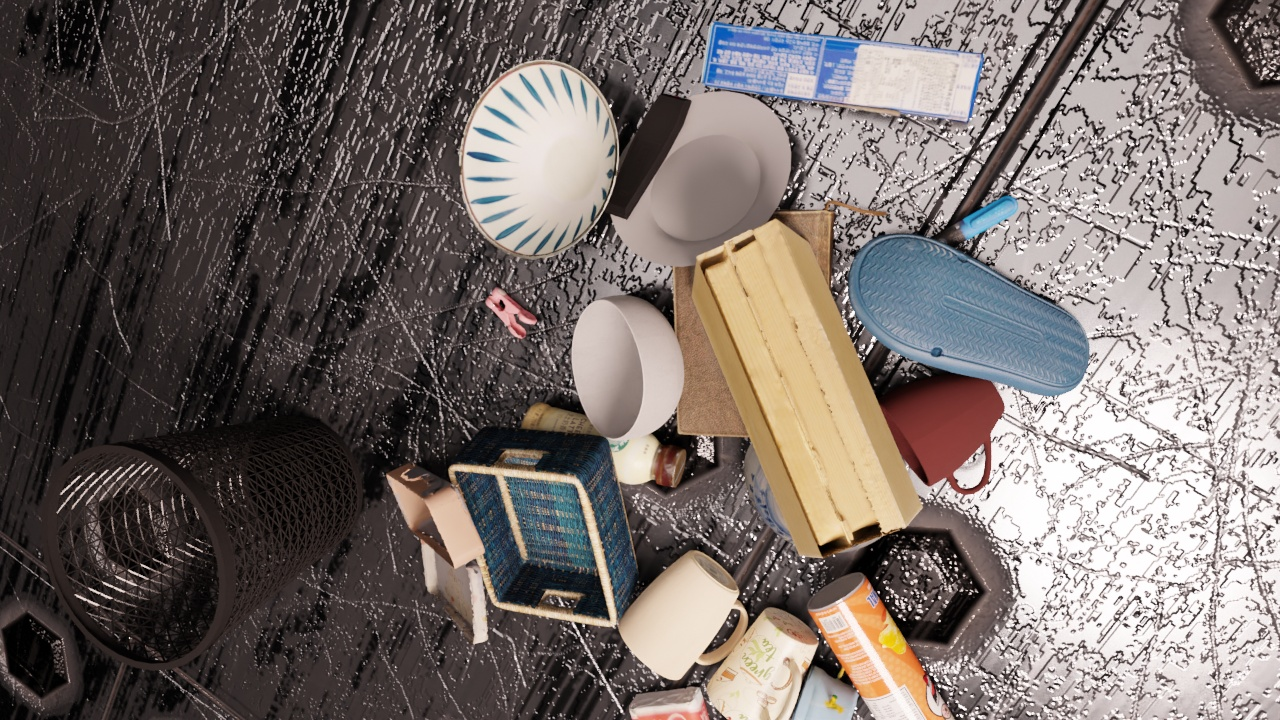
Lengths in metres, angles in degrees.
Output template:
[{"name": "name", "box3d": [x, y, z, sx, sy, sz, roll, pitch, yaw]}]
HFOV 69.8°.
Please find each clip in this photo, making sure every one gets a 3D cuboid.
[{"name": "clip", "box3d": [-0.130, -0.053, 0.932, 0.059, 0.022, 0.038, 41, 113, 10]}]

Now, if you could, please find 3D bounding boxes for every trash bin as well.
[{"name": "trash bin", "box3d": [-0.431, 0.163, 0.956, 0.217, 0.242, 0.217, 4, 101, 18]}]

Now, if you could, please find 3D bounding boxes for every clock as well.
[{"name": "clock", "box3d": [0.165, 0.351, 0.868, 0.052, 0.088, 0.125, 19, 106, 15]}]

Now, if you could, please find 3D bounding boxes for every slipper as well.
[{"name": "slipper", "box3d": [0.269, -0.030, 0.765, 0.214, 0.059, 0.103, 23, 73, -2]}]

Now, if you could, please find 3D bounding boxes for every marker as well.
[{"name": "marker", "box3d": [0.265, -0.105, 0.789, 0.123, 0.015, 0.018, -30, 90, 23]}]

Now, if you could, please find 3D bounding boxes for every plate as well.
[{"name": "plate", "box3d": [0.053, -0.160, 0.823, 0.173, 0.019, 0.172, -10, 68, 24]}]

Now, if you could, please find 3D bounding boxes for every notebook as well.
[{"name": "notebook", "box3d": [0.122, -0.035, 0.841, 0.190, 0.034, 0.215, 2, 101, 19]}]

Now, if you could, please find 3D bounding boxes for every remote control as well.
[{"name": "remote control", "box3d": [0.005, -0.188, 0.838, 0.039, 0.010, 0.124, 24, 85, 32]}]

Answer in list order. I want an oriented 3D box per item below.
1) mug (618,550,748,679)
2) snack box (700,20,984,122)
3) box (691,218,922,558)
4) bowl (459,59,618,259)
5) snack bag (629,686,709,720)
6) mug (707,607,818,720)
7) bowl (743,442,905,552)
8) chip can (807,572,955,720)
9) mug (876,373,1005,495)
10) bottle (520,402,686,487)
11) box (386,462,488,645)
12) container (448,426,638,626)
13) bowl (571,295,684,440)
[{"name": "mug", "box3d": [0.052, 0.251, 0.900, 0.111, 0.085, 0.104, 35, 99, -19]}, {"name": "snack box", "box3d": [0.167, -0.244, 0.774, 0.226, 0.059, 0.059, 13, 107, 17]}, {"name": "box", "box3d": [0.118, 0.030, 0.737, 0.123, 0.140, 0.248, -26, 79, 23]}, {"name": "bowl", "box3d": [-0.079, -0.182, 0.856, 0.178, 0.070, 0.177, 2, 94, 31]}, {"name": "snack bag", "box3d": [0.039, 0.399, 0.949, 0.077, 0.036, 0.116, -14, 95, 21]}, {"name": "mug", "box3d": [0.123, 0.299, 0.863, 0.081, 0.122, 0.097, 26, 100, -7]}, {"name": "bowl", "box3d": [0.164, 0.122, 0.825, 0.151, 0.056, 0.151, 7, 117, 13]}, {"name": "chip can", "box3d": [0.236, 0.303, 0.849, 0.062, 0.062, 0.210, -32, 88, 21]}, {"name": "mug", "box3d": [0.269, 0.060, 0.788, 0.088, 0.087, 0.114, -31, 95, 4]}, {"name": "bottle", "box3d": [-0.037, 0.086, 0.907, 0.162, 0.056, 0.056, 13, 104, 16]}, {"name": "box", "box3d": [-0.202, 0.188, 0.917, 0.217, 0.058, 0.154, -1, 108, 65]}, {"name": "container", "box3d": [-0.090, 0.160, 0.897, 0.145, 0.071, 0.188, 3, 122, 23]}, {"name": "bowl", "box3d": [-0.005, 0.005, 0.859, 0.132, 0.064, 0.132, 20, 114, 55]}]
